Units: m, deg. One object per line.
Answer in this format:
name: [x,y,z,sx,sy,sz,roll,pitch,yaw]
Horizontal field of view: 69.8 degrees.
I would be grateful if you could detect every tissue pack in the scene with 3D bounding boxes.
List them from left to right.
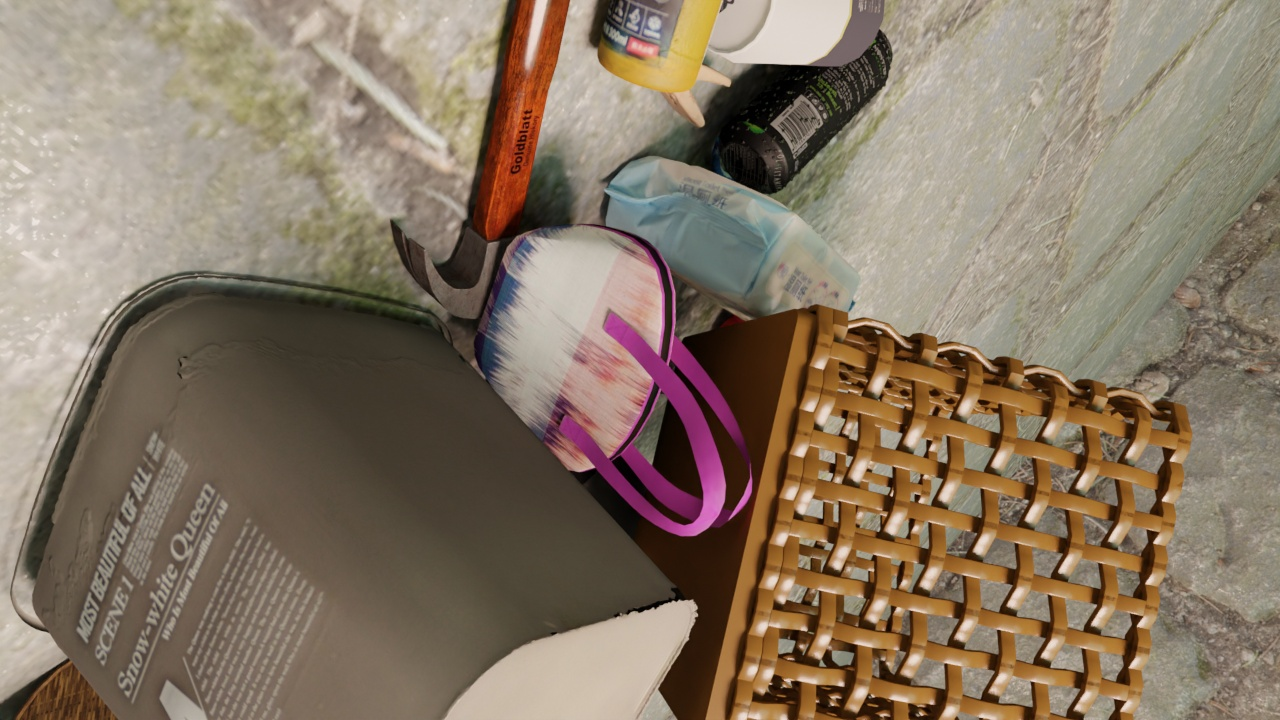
tissue pack: [0.063,-0.069,0.585,0.070,0.112,0.181,-61,150,3]

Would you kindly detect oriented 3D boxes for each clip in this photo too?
clip: [0.023,-0.155,0.524,0.060,0.024,0.039,2,121,-43]

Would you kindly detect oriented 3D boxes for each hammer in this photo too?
hammer: [-0.049,-0.149,0.425,0.110,0.028,0.301,-20,139,-44]

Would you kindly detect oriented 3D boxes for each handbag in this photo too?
handbag: [-0.009,0.016,0.463,0.067,0.170,0.145,-8,135,-42]

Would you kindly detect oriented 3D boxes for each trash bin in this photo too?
trash bin: [-0.119,0.105,0.411,0.197,0.220,0.197,8,114,-56]

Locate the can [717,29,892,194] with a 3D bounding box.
can: [0.106,-0.162,0.583,0.137,0.054,0.054,-46,152,-24]

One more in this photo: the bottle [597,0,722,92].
bottle: [0.028,-0.221,0.420,0.053,0.053,0.187,-18,138,-44]

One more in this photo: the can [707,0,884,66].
can: [0.079,-0.197,0.507,0.127,0.064,0.064,-17,137,-45]

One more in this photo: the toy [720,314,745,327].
toy: [0.083,-0.025,0.740,0.094,0.088,0.133,34,118,-29]

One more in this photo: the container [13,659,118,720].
container: [-0.253,0.235,0.503,0.132,0.132,0.167,-34,142,-26]

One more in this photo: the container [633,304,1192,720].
container: [0.130,0.107,0.560,0.252,0.214,0.219,170,-66,-79]

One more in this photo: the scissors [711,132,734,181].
scissors: [0.078,-0.126,0.648,0.066,0.015,0.135,-45,153,-15]

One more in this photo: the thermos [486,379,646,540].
thermos: [-0.043,0.089,0.657,0.082,0.082,0.240,-43,151,-12]

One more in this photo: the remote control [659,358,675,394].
remote control: [-0.004,0.004,0.681,0.032,0.015,0.136,-55,153,10]
